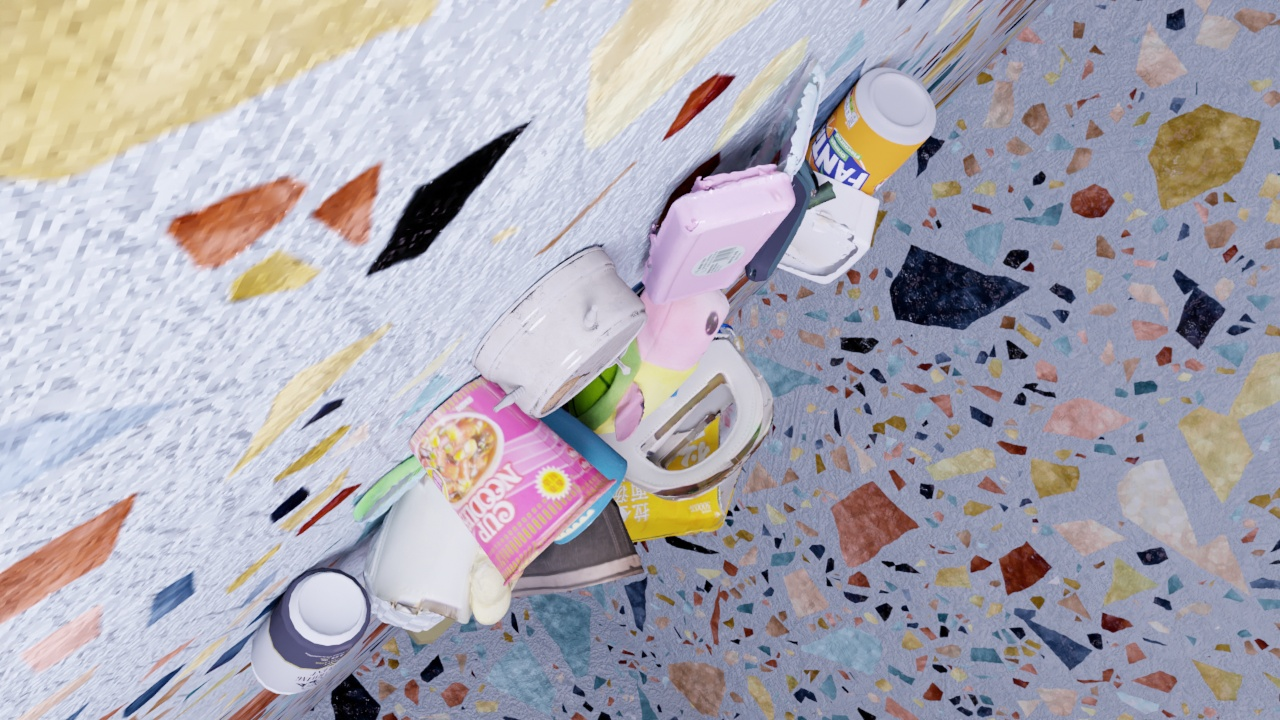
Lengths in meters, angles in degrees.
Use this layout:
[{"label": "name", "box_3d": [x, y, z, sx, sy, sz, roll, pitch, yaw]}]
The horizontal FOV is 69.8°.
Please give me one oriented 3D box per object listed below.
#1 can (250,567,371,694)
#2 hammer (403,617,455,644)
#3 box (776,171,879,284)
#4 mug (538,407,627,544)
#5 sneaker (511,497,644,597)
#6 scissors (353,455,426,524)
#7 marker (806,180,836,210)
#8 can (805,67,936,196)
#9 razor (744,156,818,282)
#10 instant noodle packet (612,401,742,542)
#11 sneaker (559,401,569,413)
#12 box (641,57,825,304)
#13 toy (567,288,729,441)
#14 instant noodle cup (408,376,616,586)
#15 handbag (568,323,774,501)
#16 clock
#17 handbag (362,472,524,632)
[{"label": "can", "box_3d": [-0.256, 0.211, 0.703, 0.128, 0.064, 0.064, -47, 175, 41]}, {"label": "hammer", "box_3d": [-0.248, 0.283, 1.263, 0.189, 0.100, 0.326, -41, 176, -26]}, {"label": "box", "box_3d": [0.157, -0.119, 0.862, 0.103, 0.107, 0.076, 132, -26, -65]}, {"label": "mug", "box_3d": [-0.082, 0.078, 0.714, 0.084, 0.104, 0.112, -54, -166, -27]}, {"label": "sneaker", "box_3d": [-0.106, 0.152, 0.836, 0.235, 0.119, 0.095, -20, 167, 42]}, {"label": "scissors", "box_3d": [-0.133, 0.053, 0.645, 0.175, 0.033, 0.078, -47, 175, -13]}, {"label": "marker", "box_3d": [0.102, -0.119, 0.807, 0.147, 0.017, 0.017, -24, 180, 12]}, {"label": "can", "box_3d": [0.204, -0.199, 0.852, 0.079, 0.079, 0.143, -41, 176, -26]}, {"label": "razor", "box_3d": [0.109, -0.118, 0.746, 0.047, 0.052, 0.142, 95, 17, -51]}, {"label": "instant noodle packet", "box_3d": [0.033, 0.097, 1.020, 0.163, 0.084, 0.221, -13, -132, 31]}, {"label": "sneaker", "box_3d": [-0.115, 0.141, 1.122, 0.237, 0.101, 0.143, -41, 177, -22]}, {"label": "box", "box_3d": [0.069, -0.101, 0.628, 0.149, 0.073, 0.202, -43, 177, -10]}, {"label": "toy", "box_3d": [-0.005, 0.005, 0.845, 0.239, 0.087, 0.189, -47, -174, 42]}, {"label": "instant noodle cup", "box_3d": [-0.087, 0.071, 0.589, 0.097, 0.108, 0.098, -43, 176, -4]}, {"label": "handbag", "box_3d": [0.033, 0.046, 0.948, 0.200, 0.199, 0.093, -46, 139, 0]}, {"label": "clock", "box_3d": [-0.036, -0.013, 0.562, 0.103, 0.061, 0.156, -44, 174, 14]}, {"label": "handbag", "box_3d": [-0.155, 0.161, 0.735, 0.172, 0.123, 0.112, 133, -29, -62]}]
